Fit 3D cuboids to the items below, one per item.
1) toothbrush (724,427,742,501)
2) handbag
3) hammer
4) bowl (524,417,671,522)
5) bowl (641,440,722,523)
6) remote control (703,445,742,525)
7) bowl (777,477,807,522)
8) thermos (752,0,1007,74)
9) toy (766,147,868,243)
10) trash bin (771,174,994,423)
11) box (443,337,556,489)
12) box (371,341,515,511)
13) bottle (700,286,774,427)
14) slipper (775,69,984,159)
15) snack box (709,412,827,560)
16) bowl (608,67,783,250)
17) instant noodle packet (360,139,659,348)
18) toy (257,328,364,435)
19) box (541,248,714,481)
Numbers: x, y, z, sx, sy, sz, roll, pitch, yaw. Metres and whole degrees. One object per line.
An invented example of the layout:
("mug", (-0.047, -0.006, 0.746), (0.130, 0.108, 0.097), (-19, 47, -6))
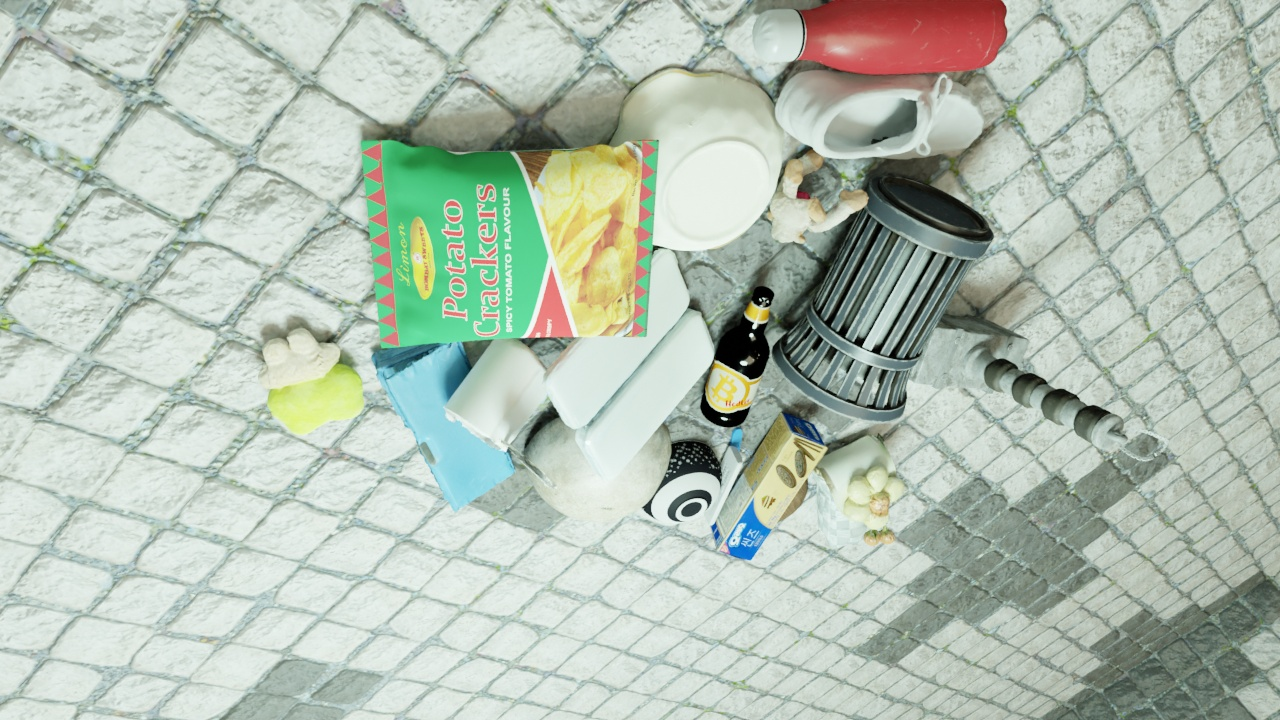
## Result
("toothbrush", (0.124, 0.154, 1.243), (0.016, 0.014, 0.167), (-11, 133, -16))
("handbag", (0.309, 0.201, 1.295), (0.112, 0.123, 0.172), (-24, 131, -12))
("hammer", (0.442, 0.031, 1.059), (0.176, 0.326, 0.080), (5, 110, -29))
("bowl", (-0.047, 0.138, 1.078), (0.178, 0.081, 0.179), (-5, 139, -5))
("bowl", (0.054, 0.169, 1.186), (0.120, 0.066, 0.120), (-13, 134, -14))
("remote control", (0.109, 0.169, 1.230), (0.012, 0.033, 0.131), (-1, 134, -22))
("bowl", (0.190, 0.199, 1.303), (0.117, 0.030, 0.118), (-13, 134, -14))
("thermos", (0.213, -0.295, 0.828), (0.239, 0.073, 0.073), (-8, 133, -17))
("toy", (0.170, -0.154, 0.940), (0.074, 0.085, 0.106), (-36, 167, -35))
("trash bin", (0.265, -0.072, 1.002), (0.164, 0.164, 0.228), (4, 124, -28))
("box", (-0.114, 0.048, 0.914), (0.106, 0.150, 0.080), (-53, 155, -12))
("box", (-0.203, 0.070, 0.986), (0.093, 0.052, 0.232), (-20, 136, -8))
("bottle", (0.118, -0.006, 1.059), (0.059, 0.059, 0.182), (-4, 131, -22))
("slipper", (0.247, -0.236, 0.897), (0.246, 0.074, 0.112), (-5, 148, -33))
("snack box", (0.168, 0.172, 1.226), (0.057, 0.056, 0.207), (20, 114, -18))
("bowl", (0.062, -0.174, 0.879), (0.188, 0.060, 0.219), (-33, 136, 6))
("instant noodle packet", (-0.113, -0.102, 0.830), (0.252, 0.090, 0.196), (-3, 120, -10))
("toy", (-0.322, 0.020, 0.890), (0.092, 0.046, 0.115), (-20, 129, -8))
("box", (-0.005, 0.006, 0.974), (0.208, 0.037, 0.189), (-48, 143, -23))
